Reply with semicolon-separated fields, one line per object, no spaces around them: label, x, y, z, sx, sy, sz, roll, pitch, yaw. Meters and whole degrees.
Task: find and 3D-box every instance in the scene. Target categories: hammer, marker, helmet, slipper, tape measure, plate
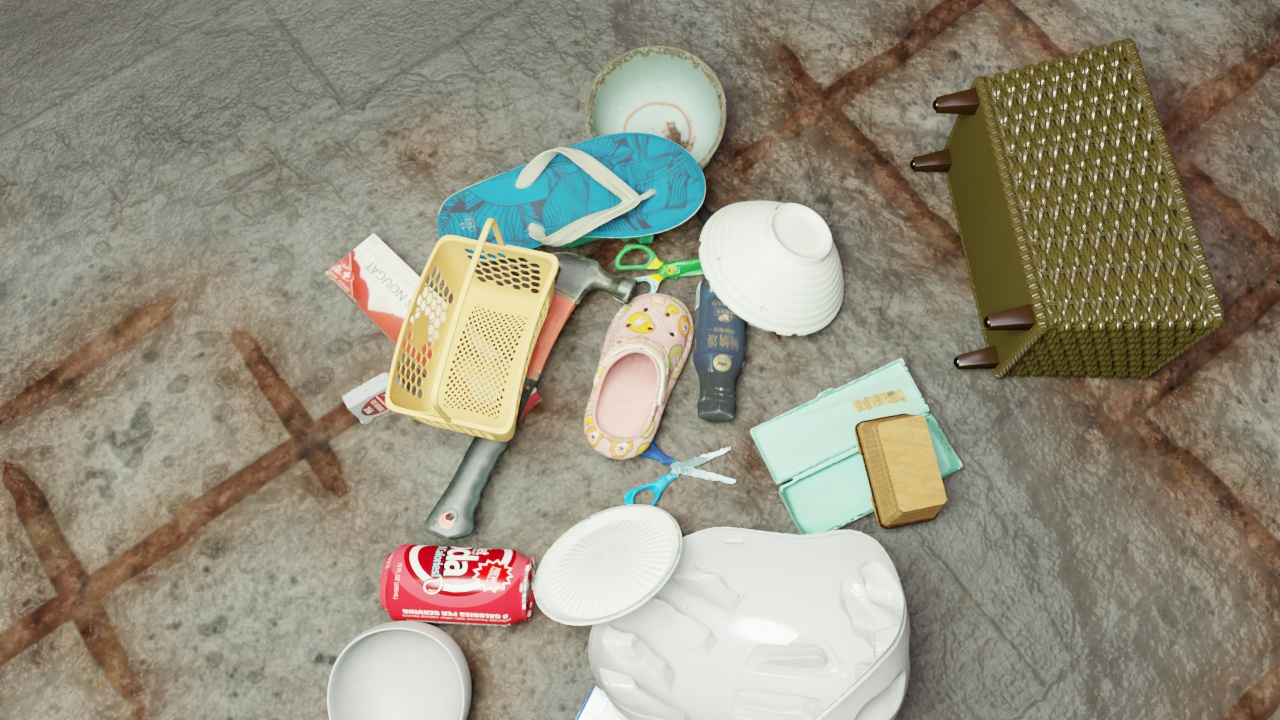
hammer;-0.129;0.032;0.954;0.133;0.033;0.332;23;72;7
marker;0.094;-0.135;1.056;0.015;0.018;0.134;-20;70;-27
helmet;0.094;0.256;0.820;0.282;0.184;0.223;4;30;8
slipper;-0.006;0.006;0.973;0.093;0.082;0.197;17;69;9
tape measure;-0.283;0.038;0.982;0.062;0.060;0.020;-32;73;-9
plate;-0.031;0.199;0.896;0.157;0.014;0.156;-19;29;11
slipper;-0.079;-0.176;0.979;0.295;0.060;0.118;-14;84;3

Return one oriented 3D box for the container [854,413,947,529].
container;0.263;0.107;0.919;0.063;0.061;0.114;-10;76;-3

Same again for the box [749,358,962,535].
box;0.225;0.094;0.967;0.186;0.033;0.136;-23;72;-7

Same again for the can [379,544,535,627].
can;-0.179;0.222;0.907;0.142;0.074;0.074;2;71;2

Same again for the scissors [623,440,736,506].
scissors;0.037;0.104;0.976;0.133;0.015;0.104;-20;70;-5

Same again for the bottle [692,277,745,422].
bottle;0.085;-0.013;0.994;0.056;0.056;0.160;3;71;2

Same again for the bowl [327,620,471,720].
bowl;-0.225;0.314;0.876;0.132;0.064;0.131;0;85;2

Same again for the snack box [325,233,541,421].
snack box;-0.230;-0.028;1.012;0.273;0.044;0.076;43;75;14

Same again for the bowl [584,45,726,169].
bowl;0.020;-0.267;1.056;0.160;0.094;0.160;0;84;4

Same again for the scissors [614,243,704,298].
scissors;0.034;-0.096;1.041;0.130;0.014;0.070;0;100;-10

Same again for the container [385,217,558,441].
container;-0.159;-0.025;0.870;0.129;0.167;0.183;13;73;4

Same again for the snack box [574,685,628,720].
snack box;0.041;0.386;0.855;0.226;0.059;0.059;28;71;10

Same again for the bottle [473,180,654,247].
bottle;-0.087;-0.163;1.043;0.210;0.068;0.068;5;71;3

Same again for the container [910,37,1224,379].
container;0.426;-0.145;0.973;0.205;0.176;0.320;-7;71;2

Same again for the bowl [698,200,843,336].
bowl;0.157;-0.120;0.990;0.177;0.071;0.177;10;58;-16
